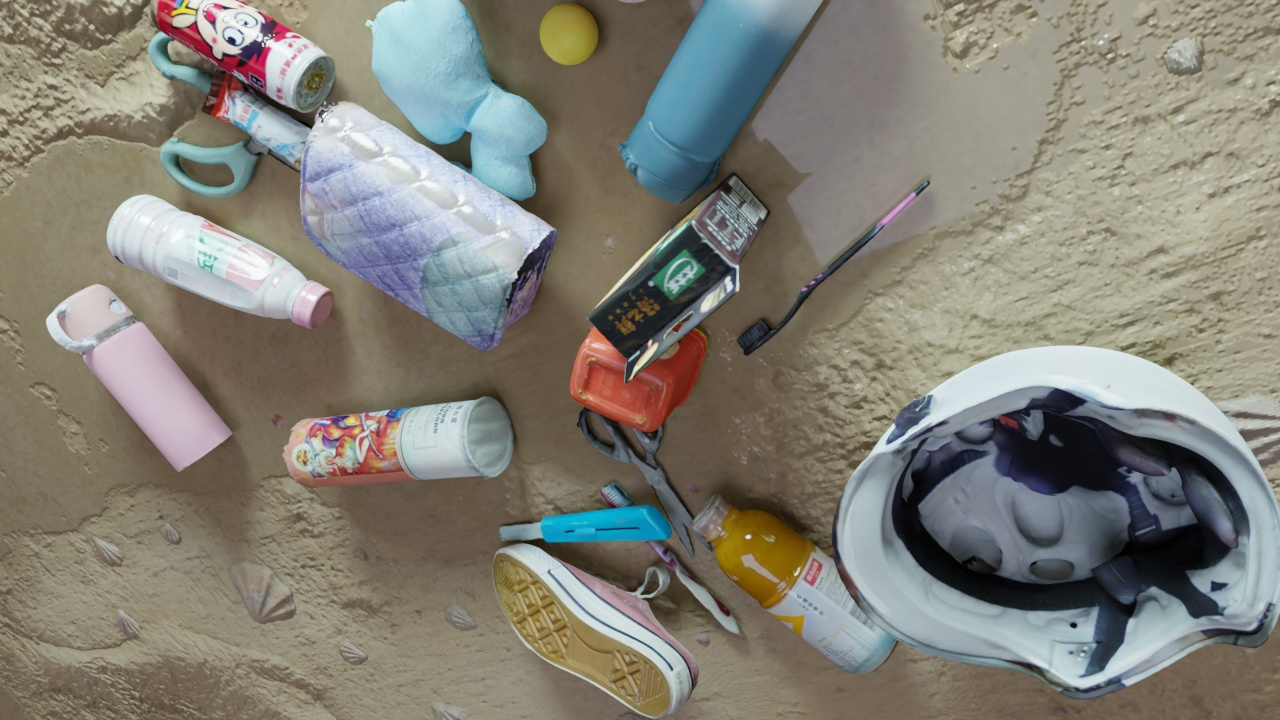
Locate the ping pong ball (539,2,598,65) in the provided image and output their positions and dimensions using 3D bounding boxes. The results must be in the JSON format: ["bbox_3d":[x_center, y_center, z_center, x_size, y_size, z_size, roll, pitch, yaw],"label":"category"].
[{"bbox_3d":[-0.049,-0.223,0.628,0.040,0.040,0.040,10,120,17],"label":"ping pong ball"}]

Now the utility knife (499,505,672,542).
[{"bbox_3d":[-0.060,0.155,0.845,0.205,0.018,0.034,-12,115,38],"label":"utility knife"}]

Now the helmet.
[{"bbox_3d":[0.266,0.088,0.610,0.229,0.145,0.259,49,132,-7],"label":"helmet"}]

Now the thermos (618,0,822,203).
[{"bbox_3d":[0.061,-0.199,0.585,0.070,0.070,0.221,35,125,1],"label":"thermos"}]

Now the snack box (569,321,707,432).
[{"bbox_3d":[-0.004,0.004,0.711,0.091,0.079,0.082,23,123,9],"label":"snack box"}]

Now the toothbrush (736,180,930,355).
[{"bbox_3d":[0.133,-0.064,0.659,0.018,0.014,0.190,49,124,6],"label":"toothbrush"}]

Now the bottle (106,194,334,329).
[{"bbox_3d":[-0.373,-0.083,0.824,0.197,0.068,0.068,24,123,4],"label":"bottle"}]

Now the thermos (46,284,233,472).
[{"bbox_3d":[-0.505,0.020,0.921,0.067,0.087,0.198,-30,105,14],"label":"thermos"}]

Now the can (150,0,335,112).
[{"bbox_3d":[-0.307,-0.246,0.712,0.133,0.053,0.053,31,124,4],"label":"can"}]

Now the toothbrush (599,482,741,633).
[{"bbox_3d":[0.031,0.180,0.834,0.017,0.016,0.187,-39,98,24],"label":"toothbrush"}]

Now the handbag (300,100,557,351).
[{"bbox_3d":[-0.167,-0.103,0.715,0.194,0.075,0.134,32,145,1],"label":"handbag"}]

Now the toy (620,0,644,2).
[{"bbox_3d":[-0.005,-0.303,0.559,0.122,0.054,0.159,-25,94,31],"label":"toy"}]

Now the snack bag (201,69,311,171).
[{"bbox_3d":[-0.301,-0.189,0.741,0.104,0.026,0.048,36,127,-5],"label":"snack bag"}]

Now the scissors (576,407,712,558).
[{"bbox_3d":[0.017,0.098,0.795,0.170,0.014,0.151,28,125,5],"label":"scissors"}]

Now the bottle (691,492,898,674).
[{"bbox_3d":[0.127,0.182,0.763,0.189,0.067,0.068,38,124,-1],"label":"bottle"}]

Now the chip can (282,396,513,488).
[{"bbox_3d":[-0.226,0.079,0.849,0.215,0.071,0.071,-7,114,26],"label":"chip can"}]

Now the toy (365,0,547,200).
[{"bbox_3d":[-0.138,-0.196,0.675,0.156,0.049,0.162,24,136,4],"label":"toy"}]

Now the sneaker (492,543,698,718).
[{"bbox_3d":[-0.037,0.238,0.853,0.241,0.087,0.118,23,113,35],"label":"sneaker"}]

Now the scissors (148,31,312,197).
[{"bbox_3d":[-0.355,-0.188,0.786,0.175,0.019,0.176,37,123,-4],"label":"scissors"}]

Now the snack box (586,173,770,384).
[{"bbox_3d":[0.028,-0.059,0.636,0.053,0.125,0.113,46,124,-6],"label":"snack box"}]
